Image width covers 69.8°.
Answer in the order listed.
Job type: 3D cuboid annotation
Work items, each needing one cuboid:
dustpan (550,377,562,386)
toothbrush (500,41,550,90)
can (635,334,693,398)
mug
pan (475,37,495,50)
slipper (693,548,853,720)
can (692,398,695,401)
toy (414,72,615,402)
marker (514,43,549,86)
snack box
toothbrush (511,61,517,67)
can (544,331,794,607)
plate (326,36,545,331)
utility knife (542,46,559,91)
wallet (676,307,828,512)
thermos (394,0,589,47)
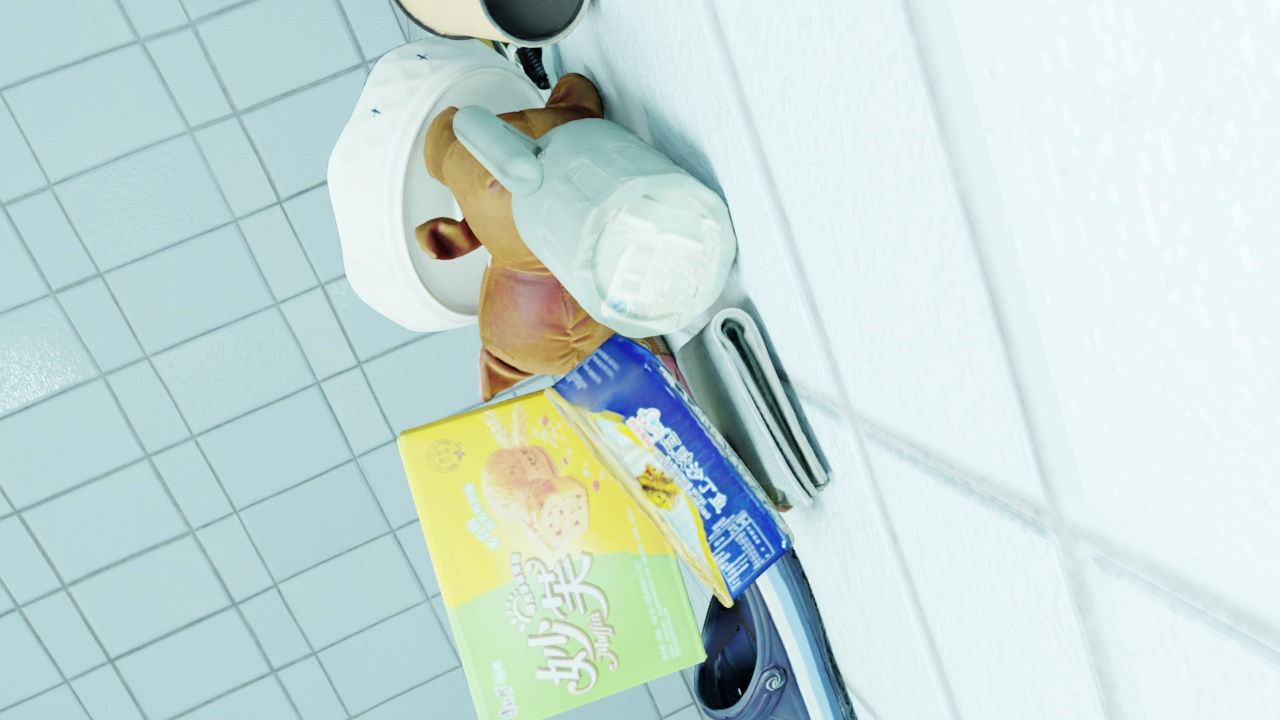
[{"bbox_3d":[-0.044,0.113,1.005,0.258,0.142,0.222,172,74,-81],"label":"dustpan"},{"bbox_3d":[-0.104,-0.259,0.755,0.185,0.012,0.017,-123,18,-49],"label":"toothbrush"},{"bbox_3d":[-0.004,0.004,0.705,0.058,0.058,0.147,81,163,-63],"label":"can"},{"bbox_3d":[-0.026,-0.074,0.440,0.124,0.084,0.103,27,-167,-32],"label":"mug"},{"bbox_3d":[-0.140,-0.172,0.879,0.198,0.078,0.357,78,171,-51],"label":"pan"},{"bbox_3d":[0.085,0.220,0.645,0.105,0.095,0.253,-123,15,-61],"label":"slipper"},{"bbox_3d":[0.040,0.079,0.630,0.147,0.058,0.058,82,162,-65],"label":"can"},{"bbox_3d":[-0.067,-0.071,0.589,0.130,0.140,0.200,-122,17,-54],"label":"toy"},{"bbox_3d":[-0.098,-0.256,0.687,0.130,0.022,0.018,61,146,22],"label":"marker"},{"bbox_3d":[-0.061,0.127,0.632,0.070,0.157,0.210,154,99,-79],"label":"snack box"},{"bbox_3d":[-0.113,-0.192,0.771,0.016,0.018,0.191,67,-165,-51],"label":"toothbrush"},{"bbox_3d":[0.016,0.055,0.458,0.148,0.049,0.075,52,171,-17],"label":"can"},{"bbox_3d":[-0.120,-0.116,0.630,0.046,0.204,0.205,16,143,28],"label":"plate"},{"bbox_3d":[-0.060,-0.171,0.706,0.034,0.018,0.223,61,170,23],"label":"utility knife"},{"bbox_3d":[0.052,0.032,0.492,0.130,0.037,0.106,132,114,-82],"label":"wallet"},{"bbox_3d":[-0.084,-0.214,0.497,0.143,0.093,0.093,45,159,51],"label":"thermos"}]
